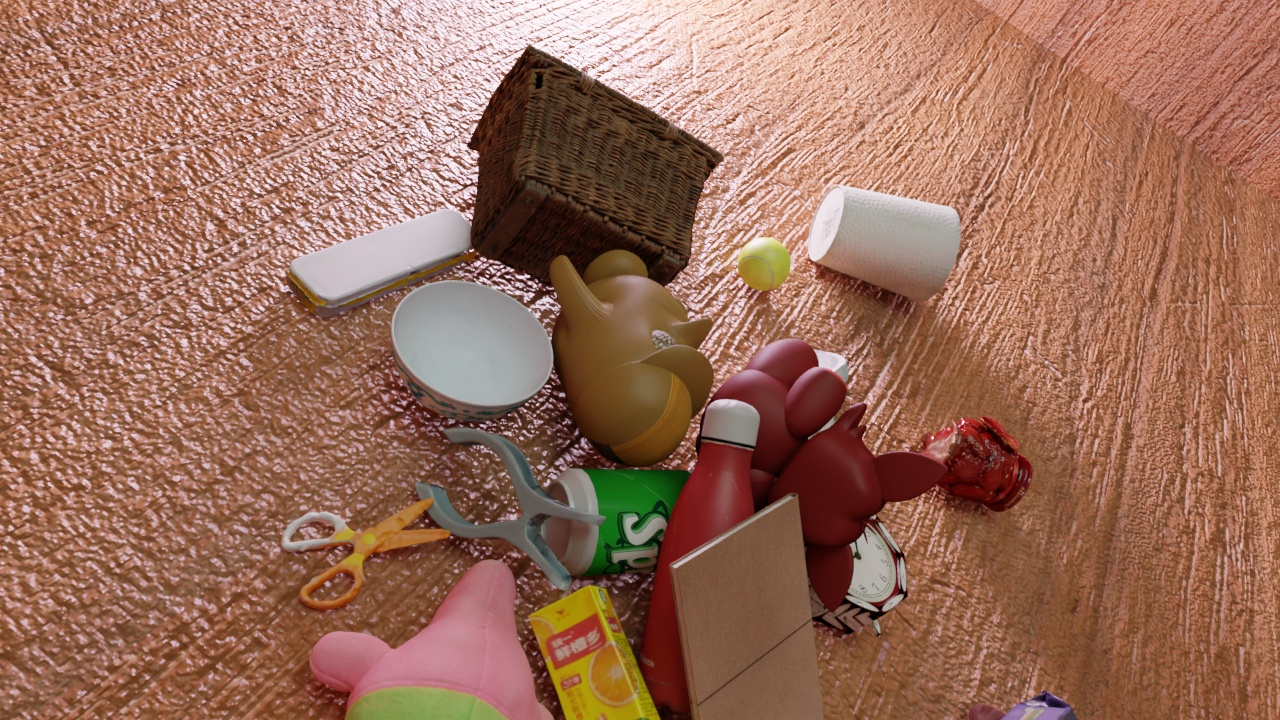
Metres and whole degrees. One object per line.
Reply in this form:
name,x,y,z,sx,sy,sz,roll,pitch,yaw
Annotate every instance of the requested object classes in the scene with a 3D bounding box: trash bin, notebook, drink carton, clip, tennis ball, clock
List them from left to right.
clip,-0.096,0.093,0.726,0.167,0.127,0.028,24,-1,26
drink carton,-0.029,0.238,0.675,0.134,0.058,0.043,64,7,24
notebook,0.087,0.223,0.699,0.141,0.008,0.209,-20,107,-41
tennis ball,0.152,-0.119,1.129,0.065,0.065,0.065,16,44,-16
clock,0.169,0.180,0.851,0.154,0.065,0.114,41,43,0
trash bin,0.320,-0.163,1.228,0.161,0.134,0.133,14,44,-11

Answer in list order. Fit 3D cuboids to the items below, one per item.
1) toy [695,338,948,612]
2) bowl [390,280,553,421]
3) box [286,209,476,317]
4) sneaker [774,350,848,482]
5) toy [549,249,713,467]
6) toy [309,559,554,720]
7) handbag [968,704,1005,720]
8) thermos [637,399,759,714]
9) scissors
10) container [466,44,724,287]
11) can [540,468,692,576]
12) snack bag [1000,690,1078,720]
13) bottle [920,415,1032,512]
toy,0.139,0.088,0.783,0.197,0.158,0.120,43,15,31
bowl,-0.159,0.006,0.825,0.144,0.074,0.143,16,44,-16
box,-0.248,-0.099,0.910,0.064,0.033,0.208,44,43,14
sneaker,0.168,0.055,0.974,0.089,0.091,0.241,6,19,16
toy,-0.005,0.005,0.844,0.198,0.163,0.203,44,22,-33
toy,-0.128,0.225,0.627,0.192,0.097,0.236,31,27,-13
handbag,0.304,0.362,0.791,0.055,0.029,0.119,33,47,-5
thermos,0.052,0.149,0.717,0.073,0.073,0.239,13,84,-19
scissors,-0.213,0.132,0.707,0.097,0.012,0.132,44,53,17
container,-0.058,-0.171,0.976,0.249,0.163,0.182,24,50,-23
can,-0.008,0.136,0.778,0.139,0.088,0.087,4,48,-27
snack bag,0.304,0.356,0.742,0.204,0.059,0.096,-17,77,-39
bottle,0.373,0.107,1.020,0.111,0.099,0.098,30,42,-9
